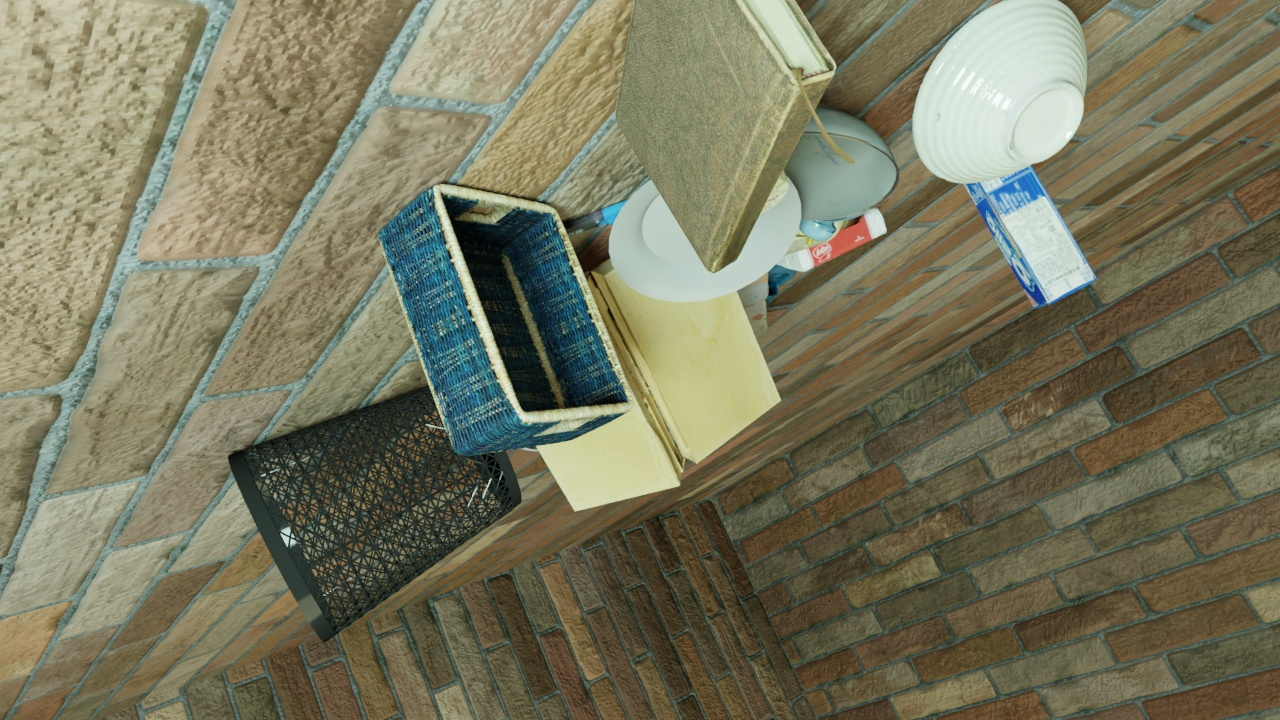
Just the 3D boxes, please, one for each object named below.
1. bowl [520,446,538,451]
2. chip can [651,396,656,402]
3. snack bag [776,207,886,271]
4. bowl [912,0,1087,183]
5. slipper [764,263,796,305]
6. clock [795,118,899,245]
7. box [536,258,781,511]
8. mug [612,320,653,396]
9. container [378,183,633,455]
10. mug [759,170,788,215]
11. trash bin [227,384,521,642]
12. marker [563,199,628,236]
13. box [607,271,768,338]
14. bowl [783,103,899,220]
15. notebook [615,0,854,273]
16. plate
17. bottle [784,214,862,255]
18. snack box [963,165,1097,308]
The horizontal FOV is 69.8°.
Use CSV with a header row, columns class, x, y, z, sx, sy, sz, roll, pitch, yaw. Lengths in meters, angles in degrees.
class,x,y,z,sx,sy,sz,roll,pitch,yaw
bowl,-0.123,0.030,1.017,0.064,0.132,0.131,14,-164,41
chip can,0.049,0.012,1.323,0.210,0.062,0.062,-25,165,-3
snack bag,0.217,-0.142,1.065,0.116,0.036,0.077,-25,-163,-9
bowl,0.339,-0.224,0.816,0.177,0.070,0.178,-12,131,-14
slipper,0.114,-0.065,1.180,0.214,0.059,0.103,-33,166,32
clock,0.176,-0.167,0.870,0.125,0.088,0.051,-36,169,27
box,-0.005,0.009,0.922,0.261,0.096,0.247,-29,122,-4
mug,-0.010,0.005,1.014,0.104,0.085,0.112,10,140,-28
container,-0.100,-0.029,0.696,0.071,0.187,0.145,-30,165,30
mug,0.068,-0.166,0.678,0.081,0.097,0.122,-21,165,-17
trash bin,-0.275,0.143,0.993,0.242,0.217,0.217,-27,167,-20
marker,-0.050,-0.119,0.808,0.123,0.015,0.018,-22,166,-8
box,0.047,-0.045,1.087,0.216,0.042,0.149,-20,153,-5
bowl,0.145,-0.179,0.789,0.151,0.056,0.151,7,162,2
notebook,0.048,-0.144,0.546,0.034,0.190,0.216,-24,164,-16
plate,0.056,-0.118,0.814,0.172,0.019,0.173,-8,142,-7
bottle,0.163,-0.144,0.988,0.161,0.056,0.057,-20,164,-20
snack box,0.374,-0.164,0.928,0.059,0.226,0.059,-28,174,6
